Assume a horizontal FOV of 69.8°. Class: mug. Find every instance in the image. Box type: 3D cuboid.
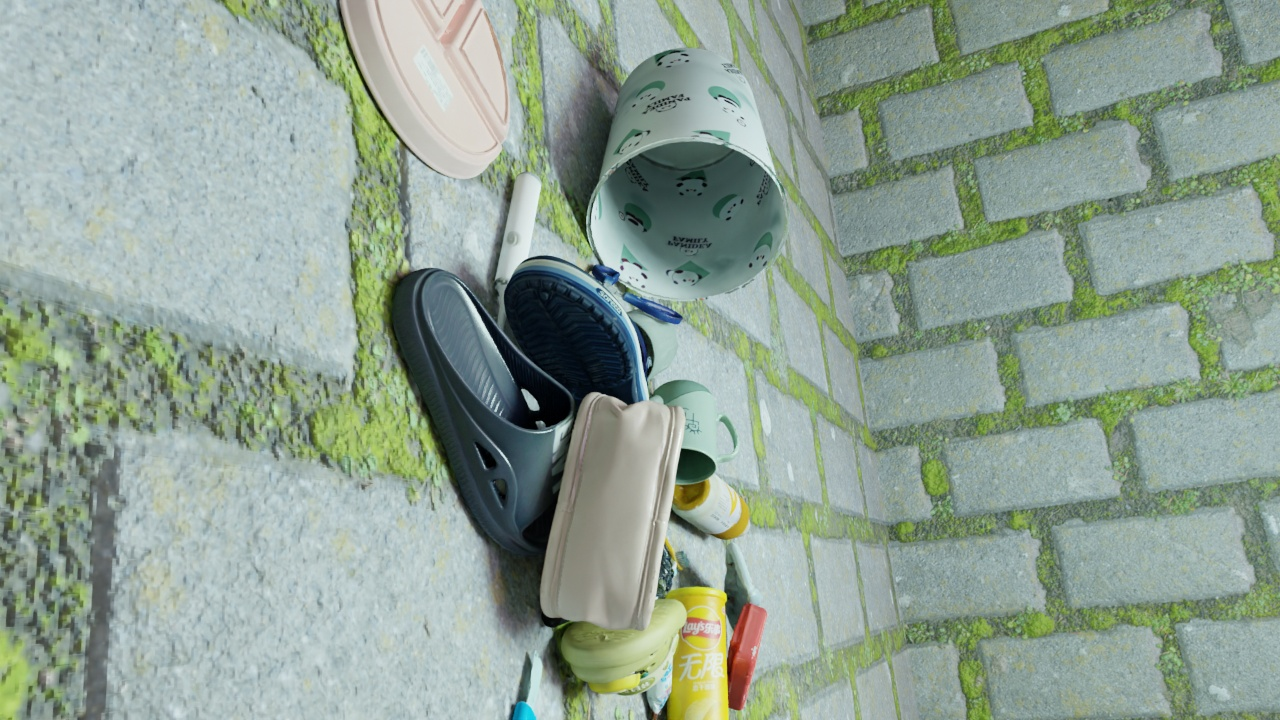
[{"bbox_3d":[-0.006,0.006,1.011,0.103,0.084,0.124,-29,109,-70],"label":"mug"},{"bbox_3d":[0.064,0.085,1.104,0.082,0.112,0.106,100,-5,-50],"label":"mug"}]

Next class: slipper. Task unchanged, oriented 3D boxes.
[{"bbox_3d":[-0.043,-0.016,0.865,0.253,0.105,0.095,68,24,-51],"label":"slipper"},{"bbox_3d":[-0.005,0.273,0.864,0.190,0.092,0.081,8,74,-71],"label":"slipper"},{"bbox_3d":[-0.106,0.045,0.738,0.268,0.083,0.110,67,26,-22],"label":"slipper"}]

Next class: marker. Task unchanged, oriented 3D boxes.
[{"bbox_3d":[-0.053,0.227,0.856,0.020,0.022,0.132,45,12,20],"label":"marker"}]

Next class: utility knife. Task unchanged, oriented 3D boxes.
[{"bbox_3d":[-0.096,0.315,0.708,0.190,0.018,0.034,-82,151,-43],"label":"utility knife"}]

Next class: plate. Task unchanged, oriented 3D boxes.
[{"bbox_3d":[-0.176,-0.274,0.800,0.229,0.028,0.229,-11,90,-69],"label":"plate"}]

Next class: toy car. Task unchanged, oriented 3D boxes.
[{"bbox_3d":[0.005,0.208,0.996,0.105,0.031,0.048,64,23,-18],"label":"toy car"}]

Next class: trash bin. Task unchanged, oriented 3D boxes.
[{"bbox_3d":[0.055,-0.239,1.121,0.251,0.230,0.230,-89,156,-44],"label":"trash bin"}]

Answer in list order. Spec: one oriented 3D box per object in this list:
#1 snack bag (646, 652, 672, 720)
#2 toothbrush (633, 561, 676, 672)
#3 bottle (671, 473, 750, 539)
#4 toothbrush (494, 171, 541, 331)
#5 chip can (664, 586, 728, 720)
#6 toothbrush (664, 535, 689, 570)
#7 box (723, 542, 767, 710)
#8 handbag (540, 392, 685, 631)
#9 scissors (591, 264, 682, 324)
[{"bbox_3d":[0.019,0.329,0.961,0.045,0.026,0.105,-59,153,-65],"label":"snack bag"},{"bbox_3d":[0.007,0.282,0.985,0.021,0.029,0.188,34,32,-1],"label":"toothbrush"},{"bbox_3d":[0.096,0.190,1.186,0.189,0.068,0.068,44,40,-56],"label":"bottle"},{"bbox_3d":[-0.119,-0.090,0.850,0.026,0.027,0.220,61,27,-49],"label":"toothbrush"},{"bbox_3d":[0.062,0.362,1.008,0.072,0.072,0.213,47,38,-53],"label":"chip can"},{"bbox_3d":[0.019,0.181,1.066,0.016,0.018,0.191,-76,147,-51],"label":"toothbrush"},{"bbox_3d":[0.124,0.332,1.133,0.201,0.060,0.160,87,5,-54],"label":"box"},{"bbox_3d":[-0.021,0.132,0.840,0.234,0.093,0.193,83,18,-85],"label":"handbag"},{"bbox_3d":[-0.026,-0.076,0.998,0.162,0.012,0.175,26,15,-12],"label":"scissors"}]
